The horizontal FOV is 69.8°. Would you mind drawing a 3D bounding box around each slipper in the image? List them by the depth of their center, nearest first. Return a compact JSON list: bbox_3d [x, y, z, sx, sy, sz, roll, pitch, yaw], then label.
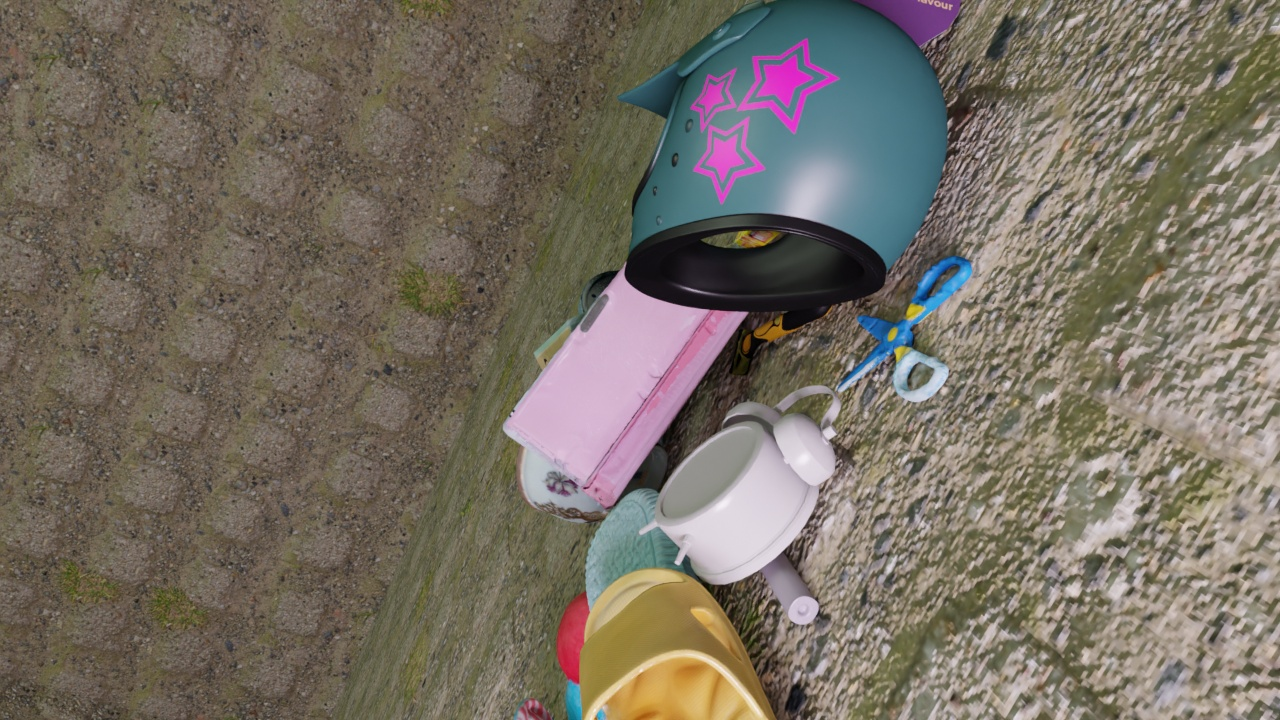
[{"bbox_3d":[0.020,0.200,0.514,0.099,0.078,0.263,-42,34,4],"label":"slipper"},{"bbox_3d":[0.018,0.203,0.656,0.116,0.069,0.275,-57,26,30],"label":"slipper"}]

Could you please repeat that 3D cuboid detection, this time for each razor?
[{"bbox_3d":[0.113,-0.026,0.751,0.144,0.021,0.044,-33,37,62],"label":"razor"}]

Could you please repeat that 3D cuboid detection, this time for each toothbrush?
[{"bbox_3d":[0.082,0.124,0.634,0.019,0.018,0.188,-63,15,10],"label":"toothbrush"}]

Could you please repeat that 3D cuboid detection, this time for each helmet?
[{"bbox_3d":[0.087,-0.152,0.660,0.275,0.176,0.200,-6,67,53],"label":"helmet"}]

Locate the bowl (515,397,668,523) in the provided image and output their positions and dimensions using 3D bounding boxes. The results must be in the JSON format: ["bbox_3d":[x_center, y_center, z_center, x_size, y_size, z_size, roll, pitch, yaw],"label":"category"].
[{"bbox_3d":[-0.031,0.095,0.893,0.094,0.159,0.160,27,96,34],"label":"bowl"}]

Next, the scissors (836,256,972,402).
[{"bbox_3d":[0.162,-0.009,0.568,0.126,0.016,0.123,-51,19,44],"label":"scissors"}]

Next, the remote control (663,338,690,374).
[{"bbox_3d":[0.038,-0.010,0.922,0.133,0.022,0.050,-26,-40,-86],"label":"remote control"}]

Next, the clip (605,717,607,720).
[{"bbox_3d":[-0.007,0.278,0.726,0.060,0.023,0.045,-58,15,12],"label":"clip"}]

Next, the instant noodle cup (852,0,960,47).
[{"bbox_3d":[0.170,-0.262,0.739,0.122,0.122,0.136,123,156,-68],"label":"instant noodle cup"}]

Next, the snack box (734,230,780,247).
[{"bbox_3d":[0.121,-0.147,0.828,0.152,0.025,0.075,158,134,-86],"label":"snack box"}]

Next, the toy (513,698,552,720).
[{"bbox_3d":[-0.078,0.340,0.673,0.181,0.115,0.183,62,-159,-62],"label":"toy"}]

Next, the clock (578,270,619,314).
[{"bbox_3d":[-0.021,-0.032,1.047,0.060,0.118,0.161,113,177,-50],"label":"clock"}]

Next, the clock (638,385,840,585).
[{"bbox_3d":[0.077,0.080,0.620,0.159,0.061,0.120,-45,15,-9],"label":"clock"}]

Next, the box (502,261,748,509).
[{"bbox_3d":[-0.007,0.003,0.801,0.232,0.115,0.106,-54,-5,-9],"label":"box"}]

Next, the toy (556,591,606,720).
[{"bbox_3d":[-0.042,0.266,0.799,0.092,0.062,0.132,112,159,-72],"label":"toy"}]

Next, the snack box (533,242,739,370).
[{"bbox_3d":[-0.001,-0.045,0.911,0.193,0.044,0.142,-28,-1,-21],"label":"snack box"}]
